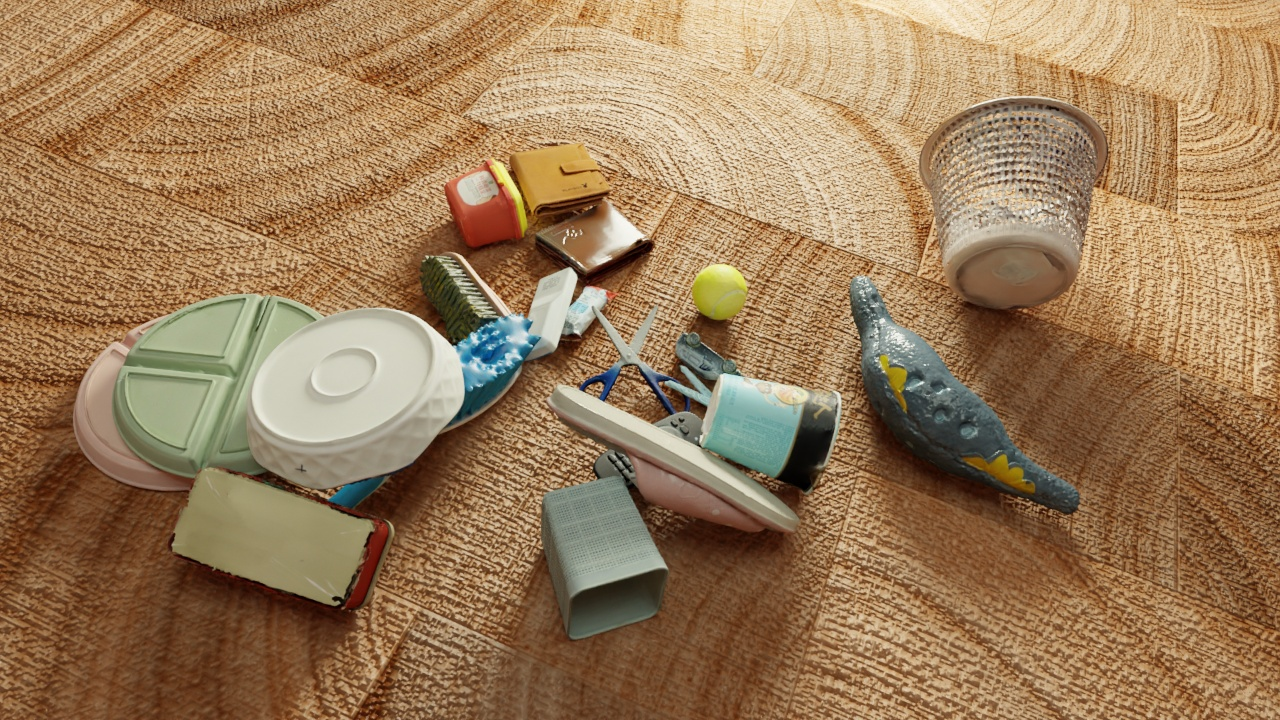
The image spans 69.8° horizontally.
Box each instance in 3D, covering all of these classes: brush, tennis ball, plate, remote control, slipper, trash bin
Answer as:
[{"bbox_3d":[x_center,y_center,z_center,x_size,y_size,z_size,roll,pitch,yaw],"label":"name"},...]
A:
[{"bbox_3d":[-0.217,0.065,0.905,0.060,0.110,0.313,38,46,12],"label":"brush"},{"bbox_3d":[0.093,-0.081,1.083,0.065,0.066,0.065,4,49,-5],"label":"tennis ball"},{"bbox_3d":[-0.402,0.016,0.913,0.230,0.028,0.229,4,51,-5],"label":"plate"},{"bbox_3d":[-0.107,-0.054,1.043,0.049,0.024,0.124,-18,40,29],"label":"remote control"},{"bbox_3d":[0.029,0.106,0.870,0.274,0.054,0.114,29,6,-12],"label":"slipper"},{"bbox_3d":[-0.195,-0.069,1.037,0.073,0.063,0.145,1,40,-47],"label":"brush"},{"bbox_3d":[-0.267,0.024,0.850,0.205,0.046,0.204,-5,45,5],"label":"plate"},{"bbox_3d":[0.462,-0.180,1.145,0.227,0.228,0.191,12,61,1],"label":"trash bin"},{"bbox_3d":[-0.452,0.029,0.932,0.229,0.028,0.229,4,50,-5],"label":"plate"},{"bbox_3d":[0.011,0.096,0.947,0.136,0.024,0.053,-26,60,-29],"label":"remote control"}]

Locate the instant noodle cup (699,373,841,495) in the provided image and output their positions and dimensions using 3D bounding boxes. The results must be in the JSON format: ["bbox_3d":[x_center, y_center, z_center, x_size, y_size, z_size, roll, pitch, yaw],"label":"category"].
[{"bbox_3d":[0.126,0.067,0.925,0.120,0.111,0.111,17,49,-1],"label":"instant noodle cup"}]

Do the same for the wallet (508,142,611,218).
[{"bbox_3d":[-0.105,-0.238,1.198,0.107,0.031,0.131,-14,46,-12],"label":"wallet"}]

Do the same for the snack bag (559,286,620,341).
[{"bbox_3d":[-0.066,-0.055,1.062,0.048,0.026,0.103,11,47,26],"label":"snack bag"}]

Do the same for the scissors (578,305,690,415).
[{"bbox_3d":[-0.010,0.008,1.013,0.162,0.012,0.175,34,61,11],"label":"scissors"}]

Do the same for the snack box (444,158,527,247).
[{"bbox_3d":[-0.192,-0.191,1.127,0.080,0.082,0.091,-22,55,-13],"label":"snack box"}]

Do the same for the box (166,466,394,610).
[{"bbox_3d":[-0.312,0.152,0.796,0.168,0.077,0.091,17,77,5],"label":"box"}]

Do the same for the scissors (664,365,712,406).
[{"bbox_3d":[0.082,0.058,0.989,0.137,0.017,0.093,24,56,2],"label":"scissors"}]

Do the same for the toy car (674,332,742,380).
[{"bbox_3d":[0.077,0.003,1.027,0.090,0.043,0.034,36,81,24],"label":"toy car"}]

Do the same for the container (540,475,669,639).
[{"bbox_3d":[-0.039,0.175,0.832,0.089,0.090,0.111,-12,50,-18],"label":"container"}]

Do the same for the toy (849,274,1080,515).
[{"bbox_3d":[0.317,0.038,1.002,0.137,0.092,0.356,-13,54,-34],"label":"toy"}]

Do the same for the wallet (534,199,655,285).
[{"bbox_3d":[-0.057,-0.150,1.143,0.124,0.032,0.101,-32,58,-33],"label":"wallet"}]
